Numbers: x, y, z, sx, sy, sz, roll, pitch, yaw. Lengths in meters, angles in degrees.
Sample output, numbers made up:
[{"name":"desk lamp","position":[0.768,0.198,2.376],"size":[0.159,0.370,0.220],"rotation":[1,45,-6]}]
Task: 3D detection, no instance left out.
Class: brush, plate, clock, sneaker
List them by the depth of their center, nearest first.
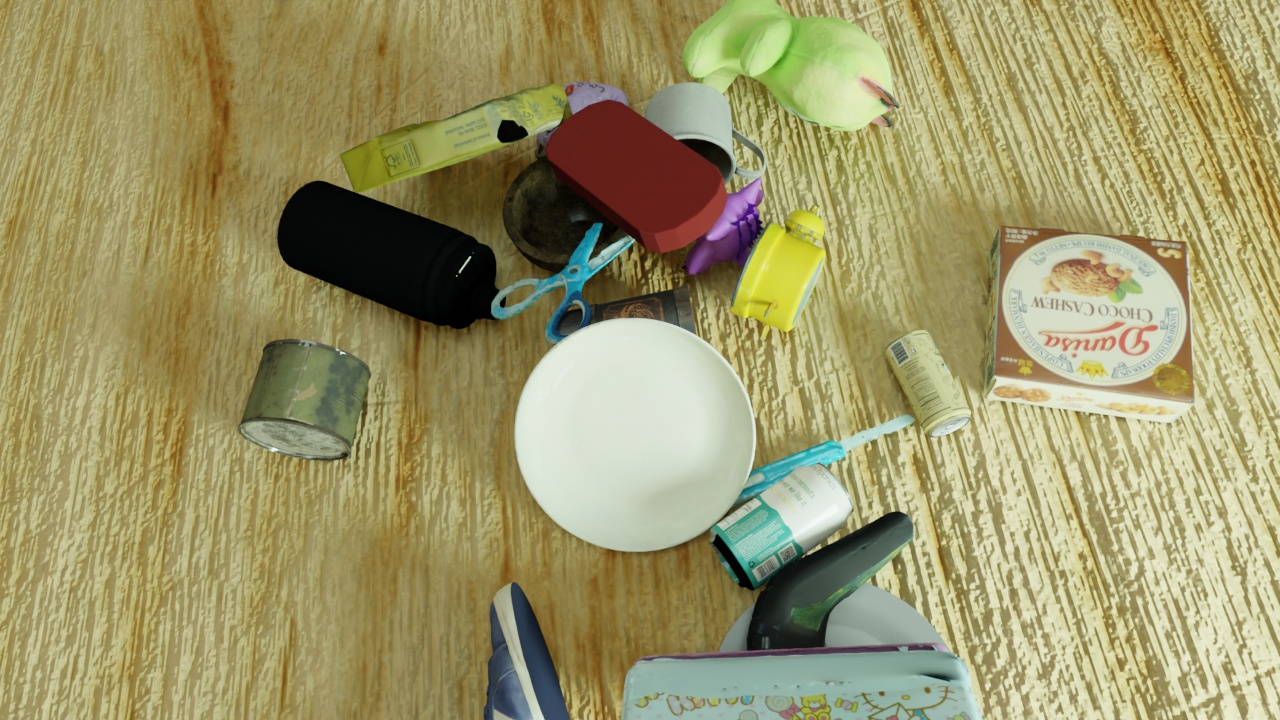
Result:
[{"name":"sneaker","position":[-0.106,0.283,0.622],"size":[0.118,0.091,0.233],"rotation":[-21,71,1]},{"name":"plate","position":[0.137,0.243,0.644],"size":[0.178,0.012,0.178],"rotation":[-3,64,7]},{"name":"plate","position":[-0.004,0.056,0.706],"size":[0.182,0.034,0.182],"rotation":[1,101,4]},{"name":"brush","position":[-0.004,-0.150,0.761],"size":[0.082,0.042,0.173],"rotation":[-41,57,-10]},{"name":"clock","position":[0.119,-0.079,0.764],"size":[0.057,0.083,0.118],"rotation":[25,73,13]}]

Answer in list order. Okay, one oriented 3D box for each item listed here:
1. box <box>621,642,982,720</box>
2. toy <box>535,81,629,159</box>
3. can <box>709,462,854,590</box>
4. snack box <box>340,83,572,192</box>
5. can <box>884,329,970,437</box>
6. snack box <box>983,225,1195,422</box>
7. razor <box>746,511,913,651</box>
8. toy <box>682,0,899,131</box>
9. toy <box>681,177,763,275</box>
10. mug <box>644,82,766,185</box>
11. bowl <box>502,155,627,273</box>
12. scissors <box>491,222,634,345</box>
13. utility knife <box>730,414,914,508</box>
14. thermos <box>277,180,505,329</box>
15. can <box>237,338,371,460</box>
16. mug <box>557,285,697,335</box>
[{"name":"box","position":[0.098,0.234,0.577],"size":[0.214,0.090,0.091],"rotation":[-4,32,6]},{"name":"toy","position":[-0.055,-0.230,0.887],"size":[0.080,0.036,0.099],"rotation":[10,65,14]},{"name":"can","position":[0.104,0.123,0.683],"size":[0.101,0.055,0.055],"rotation":[-33,64,-8]},{"name":"snack box","position":[-0.160,-0.200,0.811],"size":[0.181,0.045,0.121],"rotation":[-9,17,32]},{"name":"can","position":[0.227,0.018,0.725],"size":[0.038,0.038,0.079],"rotation":[-19,63,-1]},{"name":"snack box","position":[0.353,-0.032,0.729],"size":[0.143,0.041,0.146],"rotation":[8,65,11]},{"name":"razor","position":[0.138,0.163,0.651],"size":[0.151,0.054,0.067],"rotation":[-32,78,-15]},{"name":"toy","position":[0.141,-0.267,0.822],"size":[0.197,0.150,0.107],"rotation":[14,97,14]},{"name":"toy","position":[0.077,-0.111,0.783],"size":[0.056,0.088,0.106],"rotation":[37,74,15]},{"name":"mug","position":[0.058,-0.198,0.833],"size":[0.113,0.084,0.070],"rotation":[4,62,-6]},{"name":"bowl","position":[-0.058,-0.124,0.825],"size":[0.121,0.056,0.121],"rotation":[-3,64,7]},{"name":"scissors","position":[-0.050,-0.061,0.743],"size":[0.139,0.013,0.118],"rotation":[-33,47,-11]},{"name":"utility knife","position":[0.140,0.078,0.721],"size":[0.167,0.015,0.022],"rotation":[-21,64,0]},{"name":"thermos","position":[-0.214,-0.090,0.814],"size":[0.199,0.086,0.086],"rotation":[21,69,17]},{"name":"can","position":[-0.277,0.033,0.762],"size":[0.090,0.090,0.074],"rotation":[2,65,9]},{"name":"mug","position":[-0.004,0.004,0.746],"size":[0.107,0.080,0.115],"rotation":[-10,74,5]}]
